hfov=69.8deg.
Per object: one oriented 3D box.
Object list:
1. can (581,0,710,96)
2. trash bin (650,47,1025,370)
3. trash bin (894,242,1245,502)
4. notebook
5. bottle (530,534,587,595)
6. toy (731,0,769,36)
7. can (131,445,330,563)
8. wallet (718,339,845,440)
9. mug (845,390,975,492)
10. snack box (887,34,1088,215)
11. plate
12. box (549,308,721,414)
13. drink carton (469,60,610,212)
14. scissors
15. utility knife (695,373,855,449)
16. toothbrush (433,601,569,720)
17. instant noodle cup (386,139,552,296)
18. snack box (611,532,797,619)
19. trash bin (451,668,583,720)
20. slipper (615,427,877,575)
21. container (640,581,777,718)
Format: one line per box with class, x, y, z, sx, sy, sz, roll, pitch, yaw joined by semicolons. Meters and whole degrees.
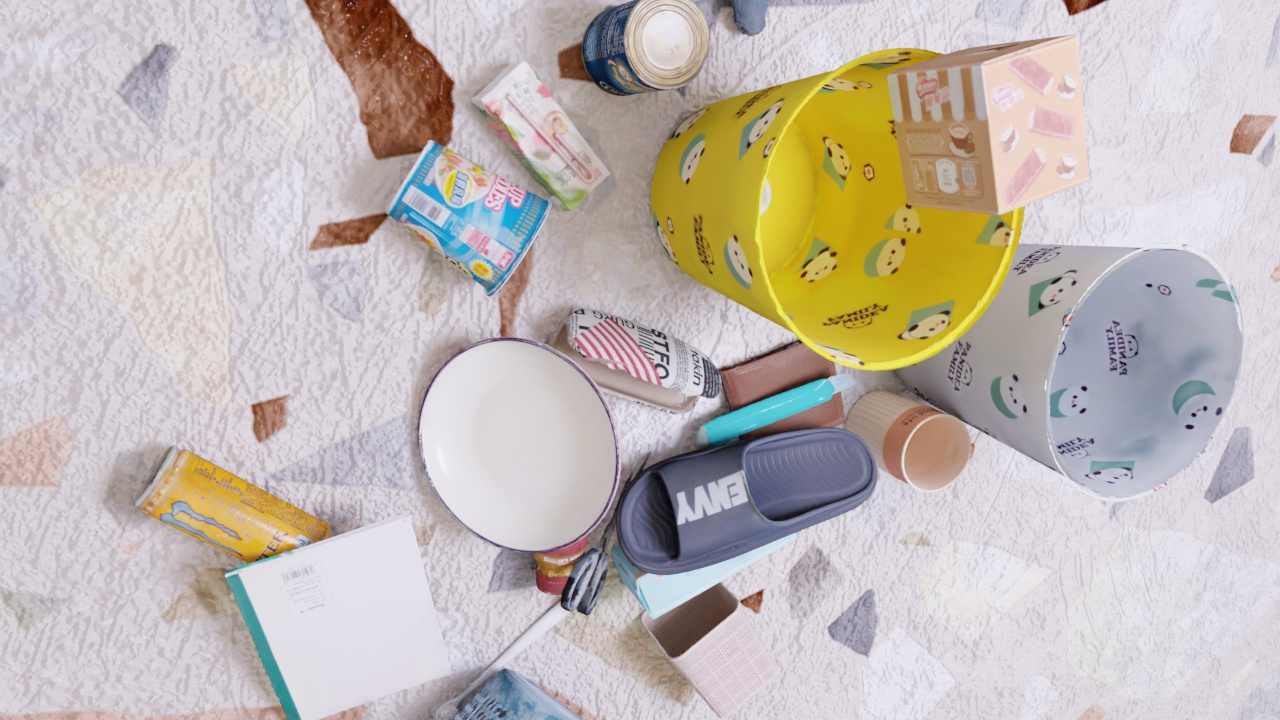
can;0.003;-0.261;0.764;0.075;0.111;0.075;-5;105;-21
trash bin;0.139;-0.130;0.770;0.229;0.255;0.230;-5;104;-21
trash bin;0.392;-0.013;0.900;0.229;0.252;0.230;-5;105;-21
notebook;-0.255;0.232;0.802;0.150;0.012;0.209;-16;128;-18
bottle;-0.077;0.132;0.859;0.057;0.057;0.175;-3;104;-21
toy;0.073;-0.463;0.762;0.138;0.091;0.356;-23;111;15
can;-0.333;0.129;0.757;0.146;0.058;0.058;36;88;-25
wallet;0.147;0.035;0.939;0.124;0.032;0.101;-20;106;-16
mug;0.290;0.083;0.964;0.114;0.106;0.082;6;100;-23
snack box;0.229;-0.155;0.606;0.077;0.093;0.094;-21;110;-16
plate;-0.102;0.072;0.801;0.193;0.039;0.192;4;103;19
box;-0.008;0.006;0.862;0.163;0.076;0.087;16;136;-24
drink carton;-0.084;-0.190;0.784;0.053;0.045;0.122;-43;114;-8
scissors;-0.031;0.166;0.875;0.162;0.014;0.165;-37;143;-55
utility knife;0.133;0.049;0.909;0.174;0.013;0.029;-20;104;-4
toothbrush;-0.130;0.292;0.900;0.180;0.016;0.016;-40;119;-8
instant noodle cup;-0.145;-0.121;0.755;0.110;0.099;0.099;32;90;-18
snack box;0.064;0.183;0.917;0.174;0.074;0.052;-26;110;-14
trash bin;-0.125;0.405;0.839;0.226;0.227;0.194;45;71;-24
slipper;0.105;0.115;0.857;0.268;0.083;0.110;-14;66;-13
container;0.074;0.293;0.942;0.090;0.090;0.111;-37;115;-10
